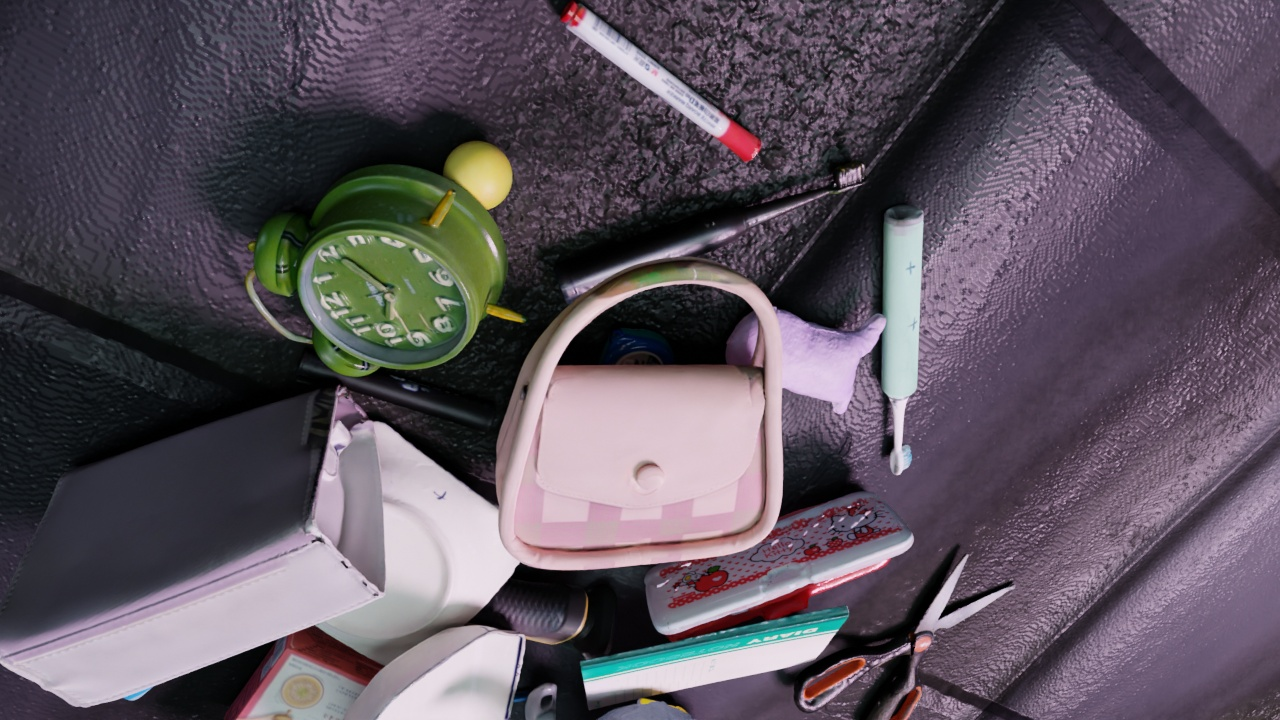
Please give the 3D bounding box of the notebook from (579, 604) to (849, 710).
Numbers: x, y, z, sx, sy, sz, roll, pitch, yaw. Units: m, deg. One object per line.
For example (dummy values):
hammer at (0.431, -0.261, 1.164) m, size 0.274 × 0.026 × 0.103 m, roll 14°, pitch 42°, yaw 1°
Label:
notebook at (0.056, 0.244, 0.751) m, size 0.209 × 0.012 × 0.151 m, roll -10°, pitch 150°, yaw -6°

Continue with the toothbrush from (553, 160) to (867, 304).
toothbrush at (0.047, -0.085, 0.592) m, size 0.212 × 0.026 × 0.027 m, roll -21°, pitch 134°, yaw -1°

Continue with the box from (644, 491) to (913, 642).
box at (0.108, 0.174, 0.712) m, size 0.201 × 0.099 × 0.112 m, roll -20°, pitch 121°, yaw -1°

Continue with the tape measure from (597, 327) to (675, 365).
tape measure at (-0.004, 0.004, 0.632) m, size 0.054 × 0.025 × 0.058 m, roll 8°, pitch 127°, yaw -18°

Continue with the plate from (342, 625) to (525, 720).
plate at (-0.168, 0.286, 0.690) m, size 0.161 × 0.034 × 0.266 m, roll -27°, pitch 145°, yaw -38°

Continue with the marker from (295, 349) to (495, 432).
marker at (-0.160, 0.022, 0.609) m, size 0.132 × 0.020 × 0.022 m, roll 19°, pitch 105°, yaw -22°

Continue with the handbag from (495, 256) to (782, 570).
handbag at (0.007, 0.029, 0.585) m, size 0.193 × 0.093 × 0.235 m, roll -1°, pitch 132°, yaw -14°

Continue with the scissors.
scissors at (0.238, 0.271, 0.837) m, size 0.230 × 0.021 × 0.221 m, roll -10°, pitch 123°, yaw -15°

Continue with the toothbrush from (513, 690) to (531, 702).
toothbrush at (-0.165, 0.287, 0.763) m, size 0.189 × 0.014 × 0.016 m, roll -4°, pitch 104°, yaw -10°

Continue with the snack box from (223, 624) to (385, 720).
snack box at (-0.252, 0.277, 0.707) m, size 0.113 × 0.044 × 0.127 m, roll 34°, pitch 99°, yaw -23°

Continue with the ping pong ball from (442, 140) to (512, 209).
ping pong ball at (-0.095, -0.108, 0.537) m, size 0.040 × 0.040 × 0.040 m, roll -6°, pitch 120°, yaw -10°

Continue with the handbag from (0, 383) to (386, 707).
handbag at (-0.259, 0.106, 0.557) m, size 0.197 × 0.144 × 0.098 m, roll -20°, pitch 136°, yaw 4°

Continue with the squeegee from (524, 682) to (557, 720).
squeegee at (-0.089, 0.359, 0.806) m, size 0.246 × 0.039 × 0.247 m, roll -9°, pitch 123°, yaw -21°

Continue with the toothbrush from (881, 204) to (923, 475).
toothbrush at (0.190, -0.006, 0.670) m, size 0.027 × 0.026 × 0.225 m, roll -24°, pitch 124°, yaw -25°

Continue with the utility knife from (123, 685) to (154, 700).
utility knife at (-0.313, 0.184, 0.649) m, size 0.210 × 0.018 × 0.034 m, roll -38°, pitch 116°, yaw 21°

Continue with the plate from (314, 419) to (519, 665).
plate at (-0.183, 0.139, 0.639) m, size 0.164 × 0.034 × 0.164 m, roll 39°, pitch 105°, yaw -12°

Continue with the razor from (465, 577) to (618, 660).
razor at (-0.101, 0.191, 0.706) m, size 0.167 × 0.062 × 0.068 m, roll 15°, pitch 146°, yaw -14°

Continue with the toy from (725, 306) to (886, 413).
toy at (0.112, -0.005, 0.645) m, size 0.108 × 0.039 × 0.084 m, roll 13°, pitch 117°, yaw -13°

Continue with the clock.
clock at (-0.155, -0.046, 0.536) m, size 0.161 × 0.056 × 0.116 m, roll -12°, pitch 129°, yaw 18°

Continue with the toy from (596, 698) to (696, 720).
toy at (0.002, 0.362, 0.784) m, size 0.137 × 0.091 × 0.356 m, roll -46°, pitch 135°, yaw -8°

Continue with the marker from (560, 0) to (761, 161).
marker at (0.015, -0.164, 0.545) m, size 0.145 × 0.017 × 0.017 m, roll 30°, pitch 109°, yaw -26°
